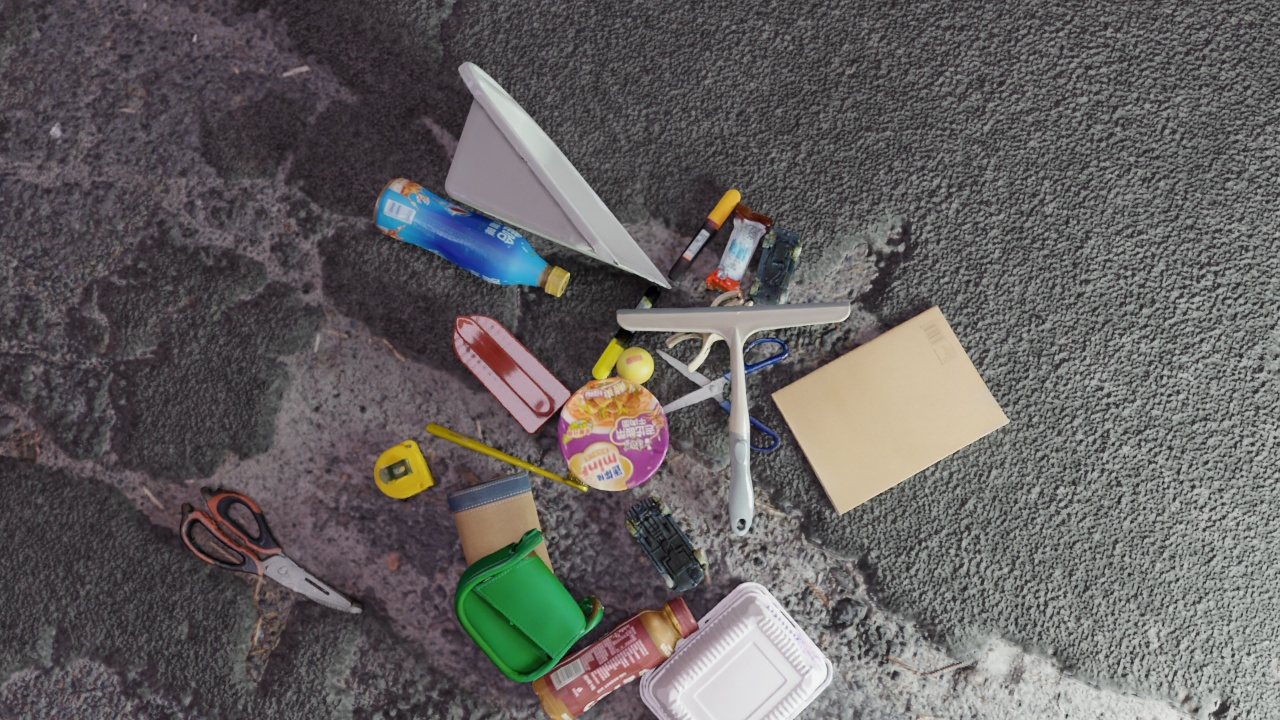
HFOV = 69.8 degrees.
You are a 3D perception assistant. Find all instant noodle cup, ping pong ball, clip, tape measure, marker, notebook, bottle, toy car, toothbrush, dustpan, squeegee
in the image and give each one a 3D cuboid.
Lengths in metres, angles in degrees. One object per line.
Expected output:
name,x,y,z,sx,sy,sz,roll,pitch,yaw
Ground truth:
instant noodle cup,0.099,0.328,0.935,0.173,0.060,0.138,-41,83,-6
ping pong ball,-0.006,0.006,0.990,0.040,0.040,0.040,0,82,0
instant noodle cup,-0.026,0.079,0.950,0.111,0.099,0.111,0,82,2
clip,0.078,-0.034,0.994,0.100,0.035,0.076,-41,64,-3
tape measure,-0.256,0.119,0.982,0.057,0.029,0.060,-27,82,-3
marker,-0.015,-0.031,1.009,0.018,0.015,0.124,32,80,9
notebook,0.270,0.052,0.996,0.211,0.012,0.149,-28,82,-3
bottle,-0.023,0.303,0.939,0.175,0.057,0.057,-31,83,-3
toy car,0.027,0.194,0.967,0.049,0.031,0.105,-35,82,-4
toothbrush,-0.142,0.100,0.976,0.190,0.016,0.016,18,77,13
dustpan,-0.083,-0.193,0.933,0.258,0.222,0.142,22,94,14
squeegee,0.101,0.064,0.956,0.246,0.039,0.246,-2,93,0
marker,0.071,-0.139,1.024,0.018,0.015,0.124,36,86,3
toy car,0.147,-0.100,1.007,0.043,0.034,0.090,15,84,0
bottle,-0.180,-0.128,0.999,0.219,0.065,0.065,25,83,3

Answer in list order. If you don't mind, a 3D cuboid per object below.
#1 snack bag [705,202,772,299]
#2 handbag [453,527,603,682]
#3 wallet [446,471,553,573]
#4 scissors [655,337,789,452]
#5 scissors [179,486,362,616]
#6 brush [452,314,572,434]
snack bag,0.108,-0.120,1.013,0.045,0.026,0.105,24,83,-1
handbag,-0.116,0.247,0.927,0.120,0.068,0.131,-37,100,-2
wallet,-0.148,0.182,0.971,0.090,0.033,0.115,-17,83,1
scissors,0.092,0.034,0.997,0.176,0.012,0.162,-33,80,0
scissors,-0.384,0.202,0.978,0.210,0.015,0.176,-6,81,-1
brush,-0.144,0.007,0.976,0.063,0.069,0.146,-44,84,-6
